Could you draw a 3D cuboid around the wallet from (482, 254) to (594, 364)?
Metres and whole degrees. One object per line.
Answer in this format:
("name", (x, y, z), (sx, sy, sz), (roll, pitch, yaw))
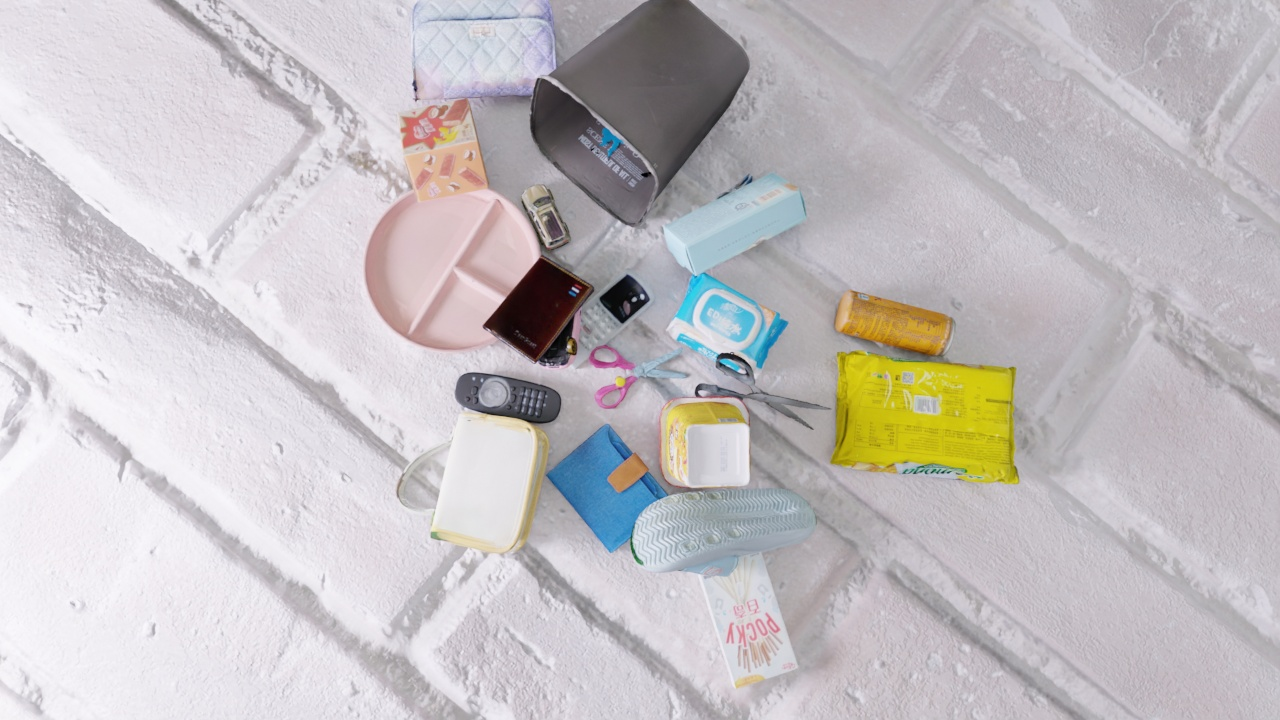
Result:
("wallet", (-0.128, -0.065, 1.153), (0.096, 0.020, 0.122), (34, 81, 28))

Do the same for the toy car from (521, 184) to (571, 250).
("toy car", (-0.125, -0.191, 1.209), (0.042, 0.035, 0.090), (-25, 81, -9))

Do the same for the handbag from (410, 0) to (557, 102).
("handbag", (-0.208, -0.414, 1.217), (0.194, 0.075, 0.134), (-5, 82, -4))

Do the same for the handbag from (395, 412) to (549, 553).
("handbag", (-0.213, 0.147, 1.145), (0.179, 0.063, 0.163), (9, 80, 13))

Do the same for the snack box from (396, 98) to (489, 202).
("snack box", (-0.252, -0.269, 1.173), (0.094, 0.077, 0.092), (-13, 52, -6))

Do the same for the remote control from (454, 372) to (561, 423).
("remote control", (-0.169, 0.048, 1.174), (0.136, 0.024, 0.053), (12, 82, -1))

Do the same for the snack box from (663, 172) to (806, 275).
("snack box", (0.123, -0.180, 1.198), (0.174, 0.074, 0.052), (-27, 123, -8))

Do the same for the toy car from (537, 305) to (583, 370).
("toy car", (-0.102, -0.044, 1.166), (0.056, 0.037, 0.122), (-1, 66, 15))

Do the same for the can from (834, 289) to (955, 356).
("can", (0.333, -0.048, 1.206), (0.146, 0.058, 0.058), (14, 80, -2))

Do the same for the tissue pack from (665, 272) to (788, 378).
("tissue pack", (0.111, -0.046, 1.187), (0.140, 0.063, 0.090), (30, 79, 1))

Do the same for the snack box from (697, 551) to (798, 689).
("snack box", (0.133, 0.321, 1.151), (0.084, 0.027, 0.156), (-17, 82, -6))

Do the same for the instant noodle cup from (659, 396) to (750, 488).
("instant noodle cup", (0.085, 0.106, 1.123), (0.116, 0.123, 0.116), (-1, 94, -5))

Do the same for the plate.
("plate", (-0.243, -0.121, 1.193), (0.229, 0.028, 0.229), (0, 82, -3))

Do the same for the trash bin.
("trash bin", (0.002, -0.326, 1.169), (0.199, 0.199, 0.219), (41, 73, 1))

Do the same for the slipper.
("slipper", (0.101, 0.215, 1.135), (0.245, 0.074, 0.104), (-6, 38, -19))

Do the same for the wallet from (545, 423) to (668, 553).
("wallet", (-0.038, 0.161, 1.160), (0.106, 0.040, 0.133), (-39, 87, -5))

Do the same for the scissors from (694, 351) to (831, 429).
("scissors", (0.151, 0.044, 1.176), (0.174, 0.159, 0.014), (-11, 42, 21))

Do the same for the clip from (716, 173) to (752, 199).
("clip", (0.129, -0.229, 1.239), (0.029, 0.024, 0.056), (44, 87, 7))

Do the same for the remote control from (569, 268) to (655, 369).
("remote control", (-0.050, -0.055, 1.199), (0.150, 0.021, 0.058), (-42, 86, -8))

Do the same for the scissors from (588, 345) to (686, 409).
("scissors", (-0.006, 0.006, 1.191), (0.136, 0.017, 0.105), (-28, 98, -6))

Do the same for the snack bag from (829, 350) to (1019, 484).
("snack bag", (0.370, 0.070, 1.186), (0.246, 0.068, 0.158), (6, 81, -2))
